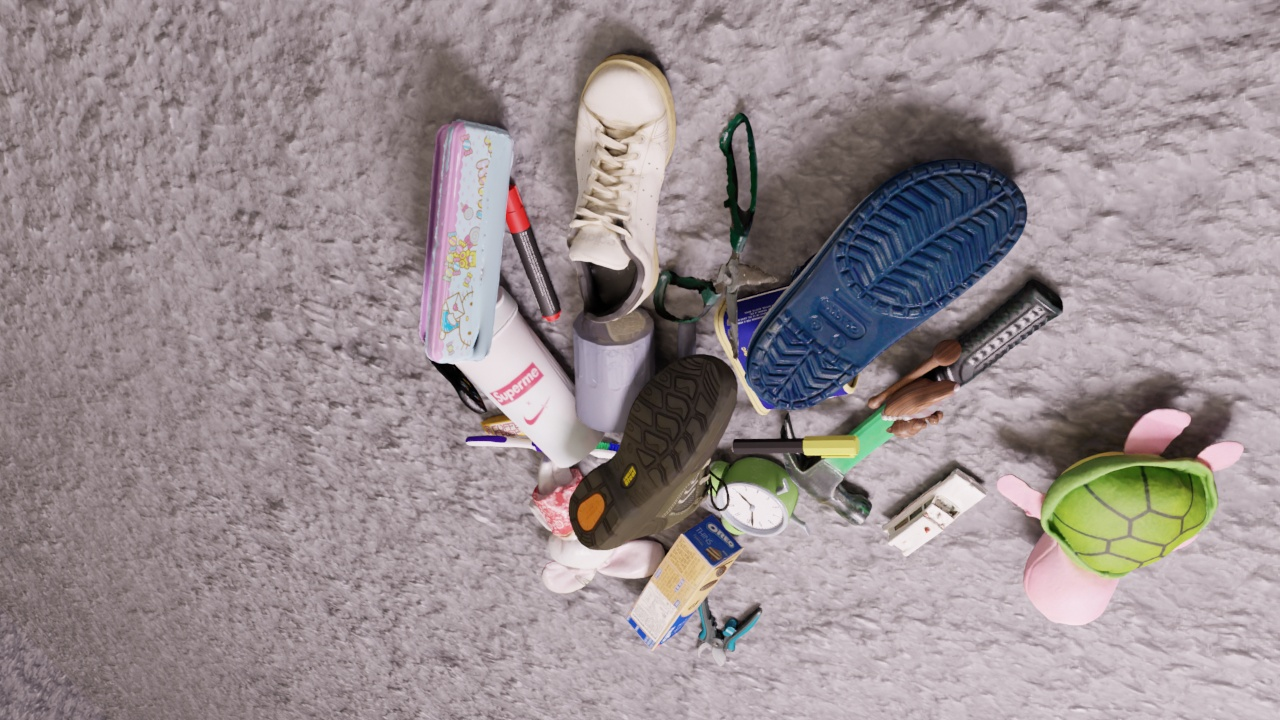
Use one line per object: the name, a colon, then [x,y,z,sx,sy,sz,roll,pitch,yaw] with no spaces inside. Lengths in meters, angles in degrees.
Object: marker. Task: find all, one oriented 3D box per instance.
marker: [0.148,0.084,0.885,0.124,0.017,0.021,-4,122,29]
marker: [-0.110,-0.104,0.910,0.023,0.021,0.145,25,141,49]

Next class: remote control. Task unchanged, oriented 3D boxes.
remote control: [-0.200,0.019,0.987,0.041,0.020,0.152,47,174,-32]

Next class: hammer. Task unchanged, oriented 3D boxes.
hammer: [0.247,0.037,0.835,0.130,0.032,0.320,38,132,-4]

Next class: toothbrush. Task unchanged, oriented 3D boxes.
toothbrush: [-0.113,0.097,1.052,0.187,0.016,0.015,4,151,14]

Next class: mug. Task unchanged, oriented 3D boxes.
mug: [-0.005,0.005,0.912,0.124,0.083,0.104,-2,126,-1]

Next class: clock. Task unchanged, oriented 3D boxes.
clock: [0.118,0.146,0.973,0.120,0.042,0.094,-6,123,34]

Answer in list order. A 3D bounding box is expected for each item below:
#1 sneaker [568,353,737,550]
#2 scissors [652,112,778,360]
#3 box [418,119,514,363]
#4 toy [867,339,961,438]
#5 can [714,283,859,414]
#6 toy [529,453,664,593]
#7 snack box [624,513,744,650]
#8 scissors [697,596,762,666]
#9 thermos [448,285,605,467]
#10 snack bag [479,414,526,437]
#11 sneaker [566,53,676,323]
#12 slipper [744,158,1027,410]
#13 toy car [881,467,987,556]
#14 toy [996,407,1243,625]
sneaker: [0.046,0.101,0.902,0.238,0.142,0.101,-53,50,28]
scissors: [0.060,-0.100,0.797,0.202,0.015,0.201,1,93,62]
box: [-0.171,-0.107,0.830,0.089,0.092,0.214,11,101,20]
toy: [0.240,0.030,0.786,0.055,0.041,0.102,54,140,10]
can: [0.135,-0.013,0.834,0.092,0.056,0.116,-14,118,33]
toy: [-0.075,0.196,1.089,0.159,0.084,0.194,-19,113,15]
snack box: [0.048,0.266,1.088,0.056,0.057,0.207,46,137,20]
scissors: [0.097,0.330,1.145,0.124,0.019,0.156,45,131,-10]
thermos: [-0.127,0.011,0.965,0.100,0.099,0.220,-23,117,37]
snack bag: [-0.146,0.074,1.067,0.099,0.020,0.026,-11,118,32]
sneaker: [-0.028,-0.134,0.789,0.089,0.102,0.242,14,129,17]
slipper: [0.181,-0.065,0.734,0.105,0.095,0.253,45,108,-5]
toy car: [0.285,0.152,0.898,0.039,0.038,0.113,35,133,-2]
toy: [0.409,0.138,0.794,0.190,0.087,0.239,17,129,-9]
